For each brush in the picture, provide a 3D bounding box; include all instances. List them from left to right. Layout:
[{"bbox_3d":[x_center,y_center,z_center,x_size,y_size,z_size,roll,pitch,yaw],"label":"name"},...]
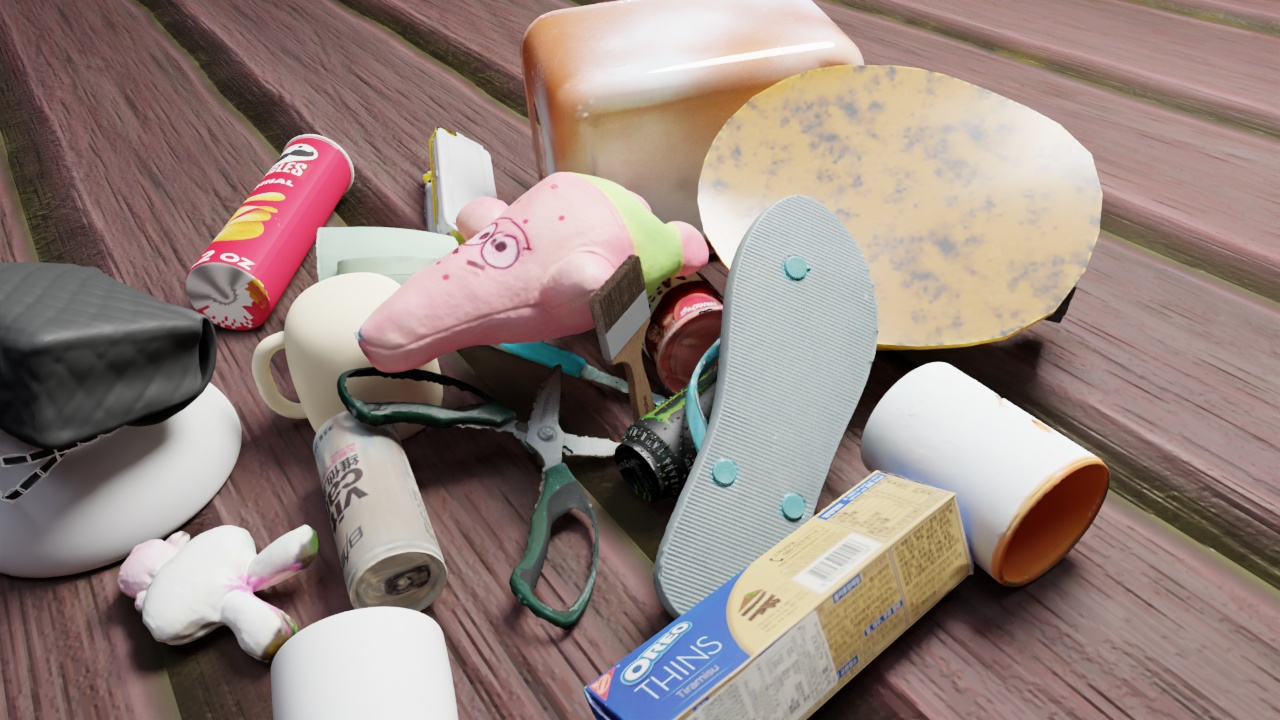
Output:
[{"bbox_3d":[-0.003,0.003,0.557,0.008,0.143,0.045,19,54,28],"label":"brush"}]

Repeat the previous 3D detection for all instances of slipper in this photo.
[{"bbox_3d":[0.075,0.031,0.537,0.098,0.055,0.268,20,69,-9],"label":"slipper"}]

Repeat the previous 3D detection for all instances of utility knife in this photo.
[{"bbox_3d":[-0.055,0.003,0.665,0.177,0.015,0.022,22,47,32],"label":"utility knife"}]

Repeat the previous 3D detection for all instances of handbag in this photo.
[{"bbox_3d":[-0.345,0.005,0.556,0.154,0.115,0.124,16,20,30],"label":"handbag"}]

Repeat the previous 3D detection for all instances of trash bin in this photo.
[{"bbox_3d":[0.041,-0.194,0.771,0.259,0.182,0.157,-11,41,-7],"label":"trash bin"}]

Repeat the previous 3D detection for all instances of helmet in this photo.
[{"bbox_3d":[0.174,-0.087,0.655,0.255,0.131,0.205,16,74,16],"label":"helmet"}]

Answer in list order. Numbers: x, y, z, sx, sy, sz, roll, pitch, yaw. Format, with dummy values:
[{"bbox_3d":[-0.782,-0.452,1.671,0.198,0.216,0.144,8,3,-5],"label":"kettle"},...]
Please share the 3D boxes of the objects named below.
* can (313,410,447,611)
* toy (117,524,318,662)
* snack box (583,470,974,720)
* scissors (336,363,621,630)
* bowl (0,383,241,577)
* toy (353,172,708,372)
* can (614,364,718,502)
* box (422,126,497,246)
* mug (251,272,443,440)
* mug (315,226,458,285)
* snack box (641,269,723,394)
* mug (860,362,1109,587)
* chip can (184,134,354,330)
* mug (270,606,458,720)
[{"bbox_3d":[-0.158,0.086,0.545,0.054,0.054,0.135,-19,40,-16],"label":"can"},{"bbox_3d":[-0.241,0.126,0.520,0.123,0.038,0.079,7,52,14],"label":"toy"},{"bbox_3d":[0.072,0.130,0.448,0.206,0.056,0.057,-29,23,-26],"label":"snack box"},{"bbox_3d":[-0.093,0.061,0.555,0.203,0.015,0.201,13,40,-9],"label":"scissors"},{"bbox_3d":[-0.362,0.053,0.601,0.176,0.066,0.176,-4,39,3],"label":"bowl"},{"bbox_3d":[-0.073,-0.059,0.594,0.236,0.097,0.192,-27,35,-23],"label":"toy"},{"bbox_3d":[0.048,0.035,0.582,0.137,0.054,0.054,-33,46,-30],"label":"can"},{"bbox_3d":[-0.163,-0.143,0.838,0.067,0.070,0.210,5,36,-19],"label":"box"},{"bbox_3d":[-0.203,-0.004,0.625,0.120,0.100,0.096,-14,39,-10],"label":"mug"},{"bbox_3d":[-0.190,-0.063,0.698,0.104,0.084,0.111,-4,-3,-13],"label":"mug"},{"bbox_3d":[0.023,-0.037,0.661,0.072,0.072,0.121,-17,40,-14],"label":"snack box"},{"bbox_3d":[0.188,0.061,0.511,0.082,0.082,0.105,-24,41,-21],"label":"mug"},{"bbox_3d":[-0.320,-0.119,0.808,0.069,0.069,0.220,-1,39,5],"label":"chip can"},{"bbox_3d":[-0.135,0.181,0.417,0.114,0.081,0.087,-37,46,11],"label":"mug"}]
